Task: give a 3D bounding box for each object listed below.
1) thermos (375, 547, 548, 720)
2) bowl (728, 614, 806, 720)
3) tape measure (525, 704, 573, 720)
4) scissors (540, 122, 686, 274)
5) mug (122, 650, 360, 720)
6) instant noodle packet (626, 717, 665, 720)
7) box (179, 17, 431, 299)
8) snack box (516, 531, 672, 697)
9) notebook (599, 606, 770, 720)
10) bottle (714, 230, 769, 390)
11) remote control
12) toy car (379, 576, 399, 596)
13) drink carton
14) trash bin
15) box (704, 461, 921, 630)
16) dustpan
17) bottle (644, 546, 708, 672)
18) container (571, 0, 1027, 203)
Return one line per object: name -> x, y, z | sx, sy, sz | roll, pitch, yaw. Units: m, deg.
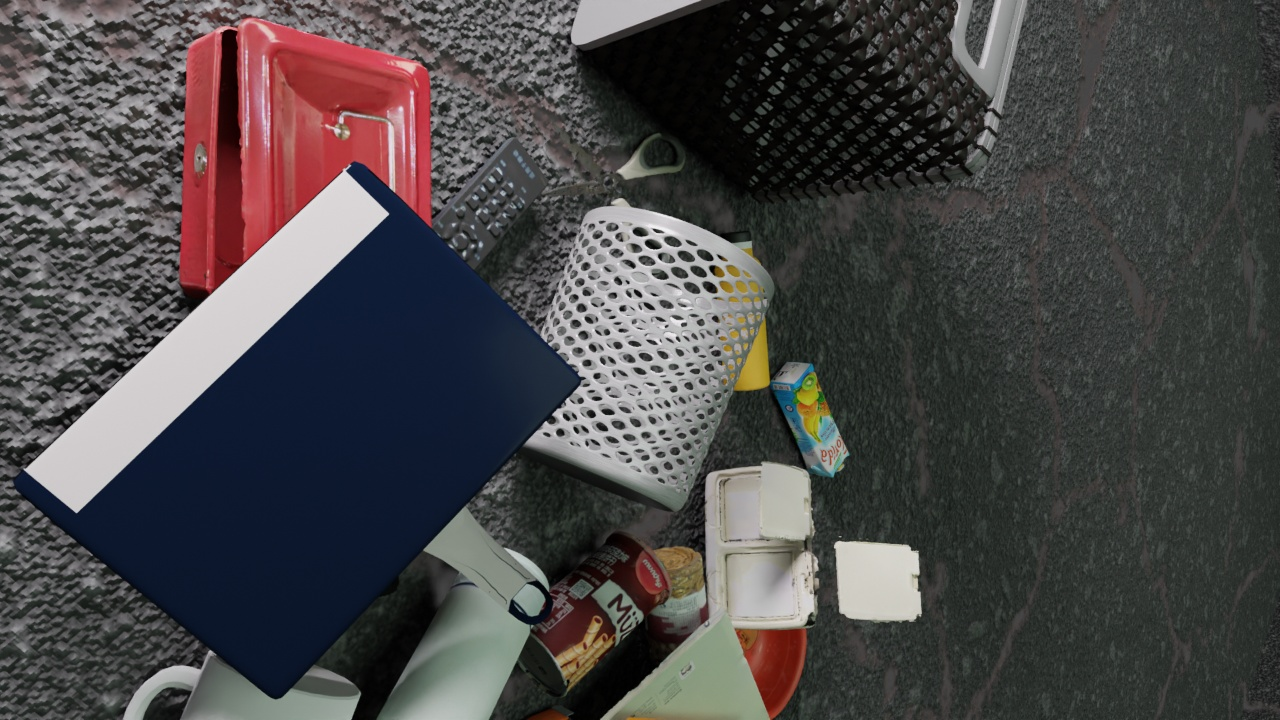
thermos -> -0.131, 0.227, 0.596 | 0.068, 0.068, 0.229 | 59, 36, -29
bowl -> 0.104, 0.282, 0.886 | 0.130, 0.045, 0.130 | -5, 97, -43
tape measure -> -0.079, 0.311, 0.721 | 0.058, 0.038, 0.058 | -3, 95, -43
scissors -> -0.014, -0.140, 0.761 | 0.170, 0.013, 0.157 | -40, 118, -34
mug -> -0.239, 0.221, 0.536 | 0.121, 0.091, 0.090 | 21, 77, -9
instant noodle packet -> 0.003, 0.399, 0.766 | 0.159, 0.032, 0.221 | 22, 95, -38
box -> -0.195, -0.108, 0.547 | 0.128, 0.087, 0.157 | 1, 89, -43
snack box -> -0.040, 0.199, 0.725 | 0.121, 0.072, 0.072 | -35, 117, -35
notebook -> 0.041, 0.356, 0.807 | 0.181, 0.010, 0.253 | -37, 126, -22
bottle -> 0.093, -0.046, 0.848 | 0.043, 0.043, 0.144 | -15, 104, -42
remote control -> -0.125, -0.094, 0.655 | 0.150, 0.022, 0.047 | -54, 127, -24
toy car -> -0.203, 0.130, 0.580 | 0.100, 0.049, 0.051 | -13, 102, -42
drink carton -> 0.174, 0.062, 0.937 | 0.044, 0.039, 0.129 | -45, 122, -31
trash bin -> -0.004, 0.004, 0.688 | 0.156, 0.157, 0.183 | 32, 75, -40
box -> 0.129, 0.153, 0.773 | 0.105, 0.188, 0.143 | 27, 58, -60
dustpan -> -0.145, 0.071, 0.530 | 0.273, 0.080, 0.236 | 45, 80, -12
bottle -> 0.031, 0.222, 0.803 | 0.056, 0.056, 0.105 | -17, 106, -41
container -> 0.127, -0.297, 0.725 | 0.243, 0.246, 0.247 | 25, 76, -38
